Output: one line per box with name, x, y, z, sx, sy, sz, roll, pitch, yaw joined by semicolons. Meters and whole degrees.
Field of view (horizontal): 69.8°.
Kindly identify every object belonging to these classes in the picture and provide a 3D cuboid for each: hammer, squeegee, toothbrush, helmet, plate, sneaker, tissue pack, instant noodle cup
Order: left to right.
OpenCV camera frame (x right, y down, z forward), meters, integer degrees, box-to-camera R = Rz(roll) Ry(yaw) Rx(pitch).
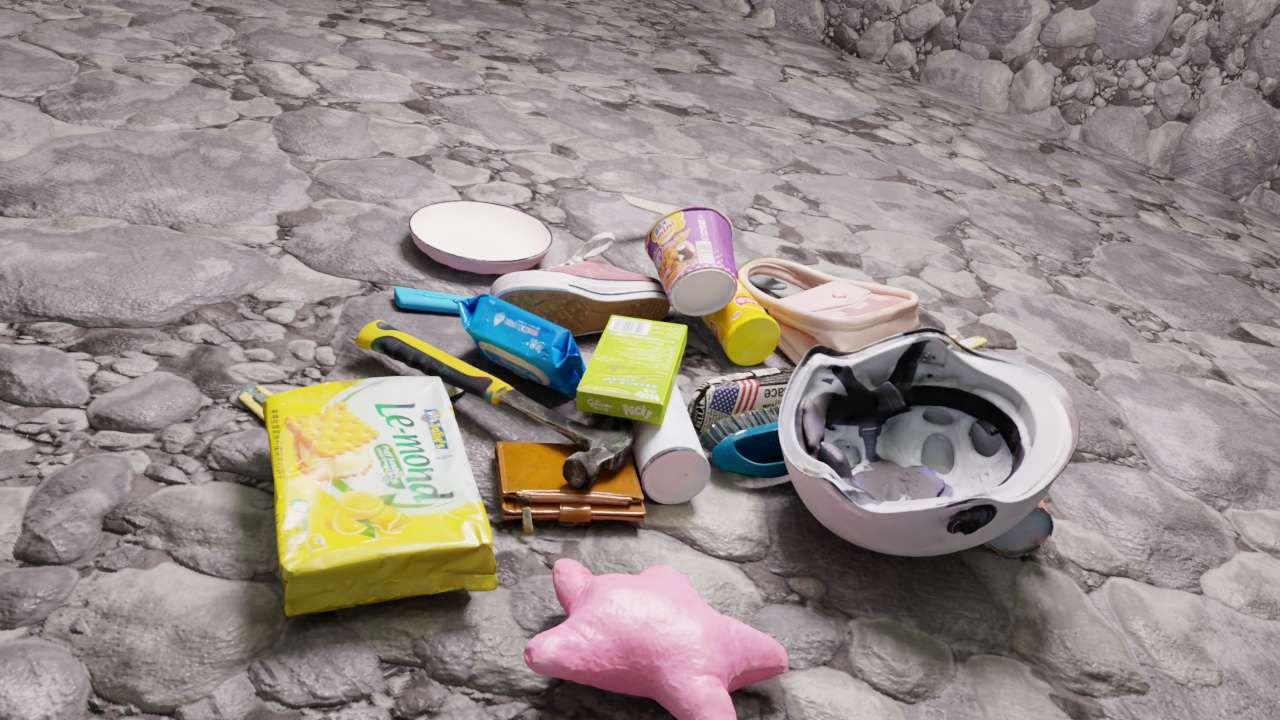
toothbrush;-0.206;0.055;0.909;0.018;0.016;0.191;28;33;7
plate;-0.216;-0.162;1.238;0.192;0.039;0.192;9;31;-6
hammer;-0.149;0.029;0.914;0.323;0.032;0.125;23;26;24
tissue pack;-0.127;-0.016;0.981;0.157;0.095;0.052;24;73;18
sneaker;-0.077;-0.087;1.104;0.240;0.119;0.087;-2;51;-34
instant noodle cup;0.068;-0.115;1.114;0.111;0.112;0.099;2;51;-16
squeegee;0.118;-0.160;1.360;0.246;0.039;0.246;40;23;29
helmet;0.262;0.095;0.868;0.259;0.146;0.228;-5;42;3

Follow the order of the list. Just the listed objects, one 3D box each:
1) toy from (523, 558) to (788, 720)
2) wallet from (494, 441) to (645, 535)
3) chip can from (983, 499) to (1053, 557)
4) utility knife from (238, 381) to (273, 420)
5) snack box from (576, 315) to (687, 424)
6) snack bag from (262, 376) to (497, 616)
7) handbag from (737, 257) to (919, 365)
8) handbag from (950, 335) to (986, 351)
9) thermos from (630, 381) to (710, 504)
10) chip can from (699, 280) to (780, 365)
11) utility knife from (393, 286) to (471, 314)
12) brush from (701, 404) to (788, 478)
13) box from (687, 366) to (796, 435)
toy;0.018;0.205;0.690;0.194;0.075;0.178;18;21;3
wallet;-0.066;0.112;0.845;0.130;0.035;0.119;4;30;-14
chip can;0.370;0.110;0.973;0.071;0.071;0.214;12;31;-1
utility knife;-0.330;0.059;0.862;0.152;0.018;0.030;34;42;24
snack box;-0.005;0.005;0.927;0.086;0.026;0.156;8;32;7
snack bag;-0.223;0.105;0.760;0.157;0.068;0.246;-4;38;-22
handbag;0.228;-0.074;1.209;0.192;0.093;0.234;-16;39;-40
handbag;0.295;0.022;1.055;0.163;0.063;0.179;-24;9;-18
thermos;0.015;0.051;0.948;0.073;0.073;0.224;4;31;-15
chip can;0.104;-0.079;1.187;0.072;0.072;0.213;-1;33;-21
utility knife;-0.213;-0.067;1.105;0.166;0.018;0.034;6;31;-13
brush;0.134;0.086;0.945;0.143;0.055;0.073;-9;48;-32
box;0.120;0.042;1.005;0.164;0.074;0.064;-5;7;-33
